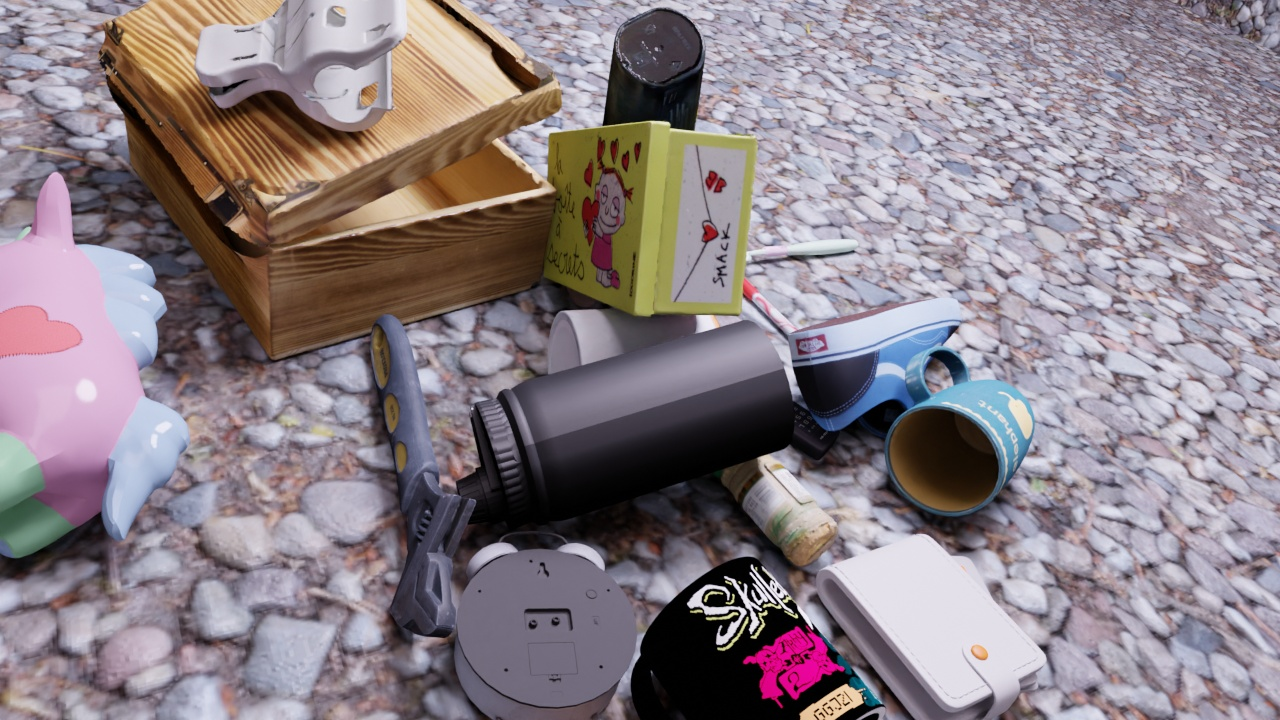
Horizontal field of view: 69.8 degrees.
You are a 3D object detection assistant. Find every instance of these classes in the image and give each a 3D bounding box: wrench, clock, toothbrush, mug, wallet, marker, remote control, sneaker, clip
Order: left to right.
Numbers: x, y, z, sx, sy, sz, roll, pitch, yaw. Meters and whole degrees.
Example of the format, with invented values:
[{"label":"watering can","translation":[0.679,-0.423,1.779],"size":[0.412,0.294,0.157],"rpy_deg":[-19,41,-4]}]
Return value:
[{"label":"clip","translation":[-0.208,-0.200,0.605],"size":[0.152,0.101,0.126],"rpy_deg":[-26,50,15]},{"label":"wrench","translation":[-0.139,0.054,0.557],"size":[0.022,0.073,0.273],"rpy_deg":[22,24,-35]},{"label":"clock","translation":[-0.054,0.141,0.496],"size":[0.094,0.035,0.122],"rpy_deg":[4,39,-16]},{"label":"mug","translation":[-0.004,0.004,0.643],"size":[0.105,0.082,0.082],"rpy_deg":[-3,43,-22]},{"label":"mug","translation":[0.048,0.165,0.458],"size":[0.117,0.082,0.098],"rpy_deg":[-2,40,-45]},{"label":"remote control","translation":[0.086,0.028,0.698],"size":[0.136,0.015,0.032],"rpy_deg":[33,41,20]},{"label":"marker","translation":[0.108,-0.048,0.801],"size":[0.012,0.013,0.142],"rpy_deg":[-14,48,-33]},{"label":"toothbrush","translation":[0.153,-0.106,0.885],"size":[0.154,0.015,0.022],"rpy_deg":[-10,14,-31]},{"label":"sneaker","translation":[0.195,0.008,0.738],"size":[0.084,0.098,0.240],"rpy_deg":[-10,3,39]},{"label":"wallet","translation":[0.187,0.159,0.562],"size":[0.115,0.038,0.118],"rpy_deg":[-10,42,-30]},{"label":"mug","translation":[0.233,0.043,0.668],"size":[0.104,0.085,0.112],"rpy_deg":[-21,84,-46]}]

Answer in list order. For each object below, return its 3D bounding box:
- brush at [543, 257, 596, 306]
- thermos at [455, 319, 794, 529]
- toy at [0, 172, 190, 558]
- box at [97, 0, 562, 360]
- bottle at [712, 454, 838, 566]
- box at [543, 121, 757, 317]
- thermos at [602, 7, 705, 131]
[{"label":"brush","translation":[-0.075,-0.090,0.787],"size":[0.049,0.015,0.135],"rpy_deg":[-13,53,-30]},{"label":"thermos","translation":[-0.016,0.042,0.556],"size":[0.198,0.086,0.086],"rpy_deg":[-16,47,-15]},{"label":"toy","translation":[-0.323,0.006,0.510],"size":[0.222,0.120,0.170],"rpy_deg":[28,49,15]},{"label":"box","translation":[-0.241,-0.174,0.693],"size":[0.250,0.193,0.279],"rpy_deg":[-22,54,-36]},{"label":"bottle","translation":[0.082,0.084,0.609],"size":[0.043,0.043,0.111],"rpy_deg":[-17,50,-35]},{"label":"box","translation":[-0.007,-0.104,0.656],"size":[0.079,0.124,0.221],"rpy_deg":[0,14,-24]},{"label":"thermos","translation":[0.007,-0.206,0.800],"size":[0.098,0.221,0.098],"rpy_deg":[1,74,-4]}]
